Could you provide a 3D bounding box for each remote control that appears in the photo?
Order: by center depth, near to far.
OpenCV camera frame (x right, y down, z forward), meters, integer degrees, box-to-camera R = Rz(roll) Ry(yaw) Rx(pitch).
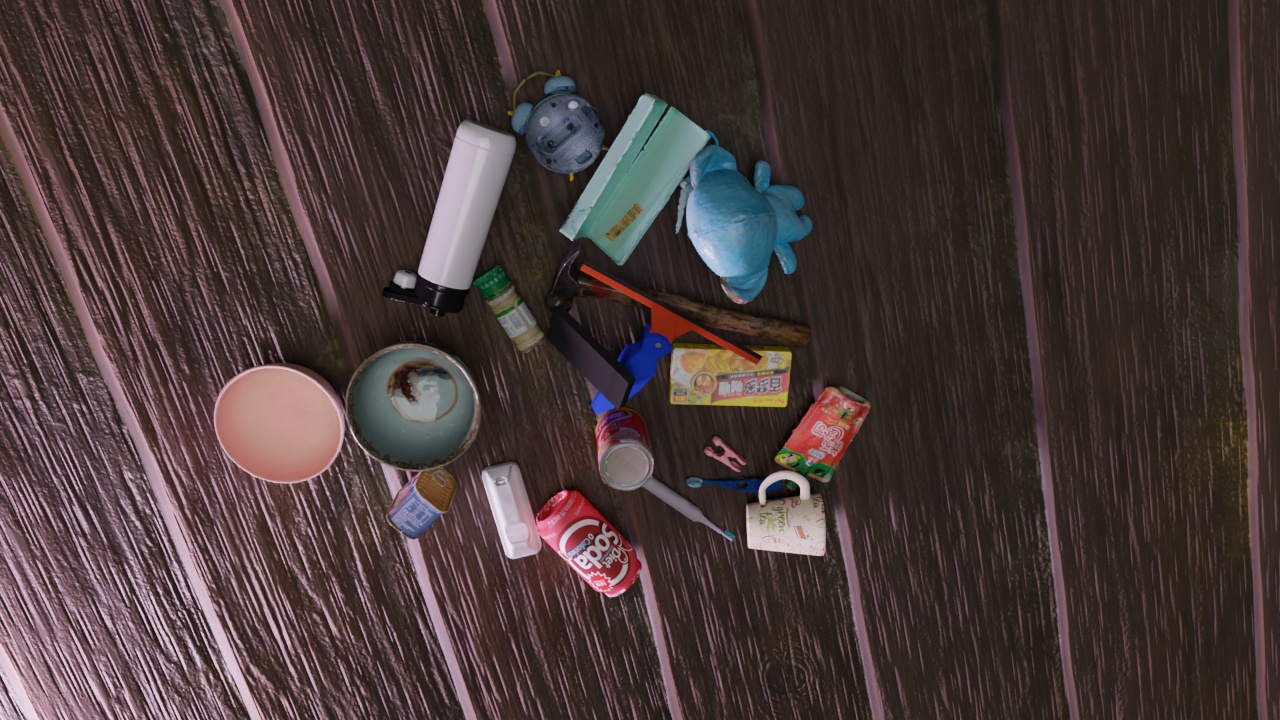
[{"bbox_3d":[-0.061,-0.004,1.099,0.133,0.013,0.058,45,144,18],"label":"remote control"},{"bbox_3d":[-0.169,0.199,1.206,0.050,0.022,0.133,-14,107,0],"label":"remote control"}]

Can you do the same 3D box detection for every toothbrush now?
[{"bbox_3d":[0.125,0.164,1.219,0.132,0.016,0.021,2,108,-4],"label":"toothbrush"},{"bbox_3d":[0.051,0.189,1.220,0.188,0.018,0.019,36,102,-13],"label":"toothbrush"}]

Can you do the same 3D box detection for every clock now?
[{"bbox_3d":[-0.095,-0.273,1.057,0.089,0.051,0.124,-38,104,9],"label":"clock"}]

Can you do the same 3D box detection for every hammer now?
[{"bbox_3d":[0.056,-0.068,1.117,0.330,0.033,0.120,12,145,-13],"label":"hammer"}]

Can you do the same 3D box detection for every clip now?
[{"bbox_3d":[0.114,0.120,1.204,0.060,0.023,0.044,15,107,-2],"label":"clip"}]

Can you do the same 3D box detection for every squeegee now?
[{"bbox_3d":[-0.007,0.007,1.121,0.249,0.055,0.185,27,129,-18],"label":"squeegee"}]

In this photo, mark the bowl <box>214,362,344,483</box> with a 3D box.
[{"bbox_3d":[-0.431,0.067,1.122,0.153,0.076,0.153,-1,106,-2],"label":"bowl"}]

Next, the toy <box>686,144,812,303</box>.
[{"bbox_3d":[0.123,-0.163,1.077,0.180,0.115,0.183,-18,91,-41],"label":"toy"}]

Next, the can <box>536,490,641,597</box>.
[{"bbox_3d":[-0.068,0.238,1.197,0.074,0.074,0.142,-40,105,8],"label":"can"}]

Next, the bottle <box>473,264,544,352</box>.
[{"bbox_3d":[-0.158,-0.062,1.120,0.043,0.042,0.110,-31,107,5],"label":"bottle"}]

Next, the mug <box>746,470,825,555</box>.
[{"bbox_3d":[0.189,0.199,1.202,0.097,0.081,0.122,-2,115,4],"label":"mug"}]

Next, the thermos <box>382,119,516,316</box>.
[{"bbox_3d":[-0.225,-0.167,1.076,0.101,0.068,0.230,22,105,4],"label":"thermos"}]

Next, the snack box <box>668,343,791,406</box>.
[{"bbox_3d":[0.114,0.019,1.171,0.152,0.025,0.075,2,107,-4],"label":"snack box"}]

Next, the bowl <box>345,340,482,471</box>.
[{"bbox_3d":[-0.269,0.044,1.117,0.160,0.094,0.160,-1,106,-4],"label":"bowl"}]

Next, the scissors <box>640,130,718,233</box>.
[{"bbox_3d":[0.045,-0.215,1.104,0.117,0.014,0.130,8,112,-3],"label":"scissors"}]

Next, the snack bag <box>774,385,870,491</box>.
[{"bbox_3d":[0.234,0.106,1.203,0.087,0.044,0.155,23,110,-19],"label":"snack bag"}]

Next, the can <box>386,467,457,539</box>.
[{"bbox_3d":[-0.274,0.175,1.153,0.054,0.099,0.059,43,102,-13],"label":"can"}]

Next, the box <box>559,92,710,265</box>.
[{"bbox_3d":[-0.001,-0.203,1.060,0.091,0.077,0.189,35,107,2],"label":"box"}]

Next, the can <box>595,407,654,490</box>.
[{"bbox_3d":[-0.020,0.108,1.136,0.066,0.124,0.067,-1,106,-4],"label":"can"}]
